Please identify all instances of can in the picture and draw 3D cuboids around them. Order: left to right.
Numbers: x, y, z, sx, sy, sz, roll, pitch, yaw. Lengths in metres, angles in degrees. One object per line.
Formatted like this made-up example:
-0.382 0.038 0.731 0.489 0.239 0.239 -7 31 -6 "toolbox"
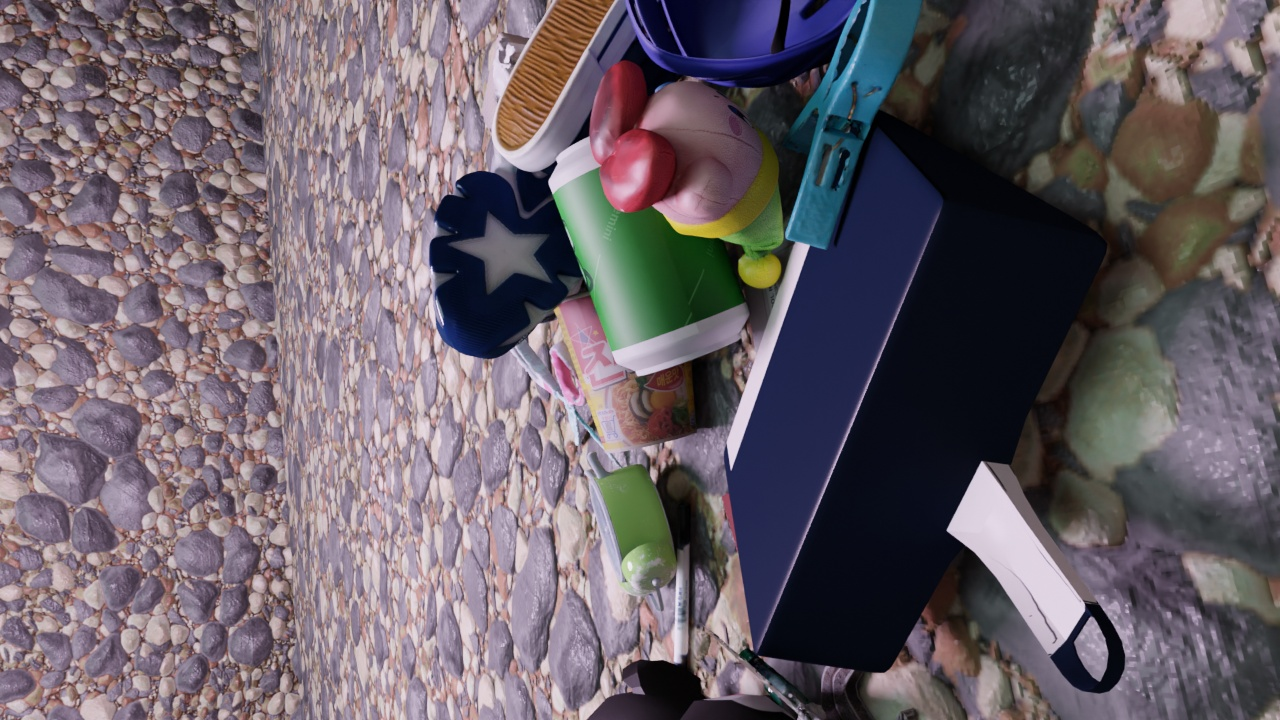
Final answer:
0.005 -0.068 0.557 0.088 0.087 0.140 -15 96 60 "can"

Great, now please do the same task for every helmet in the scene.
0.039 -0.207 0.421 0.148 0.227 0.242 50 141 9 "helmet"

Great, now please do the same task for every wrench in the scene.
0.088 0.267 0.574 0.070 0.010 0.274 65 143 35 "wrench"

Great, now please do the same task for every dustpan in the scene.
0.120 0.034 0.419 0.272 0.080 0.237 -91 14 -61 "dustpan"

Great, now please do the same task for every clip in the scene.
0.096 -0.126 0.430 0.116 0.026 0.097 110 167 -48 "clip"

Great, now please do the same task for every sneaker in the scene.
-0.095 -0.077 0.672 0.268 0.103 0.133 -81 13 -48 "sneaker"
0.019 -0.244 0.606 0.121 0.127 0.295 40 106 47 "sneaker"

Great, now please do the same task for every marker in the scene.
0.031 0.179 0.671 0.011 0.011 0.152 9 99 60 "marker"

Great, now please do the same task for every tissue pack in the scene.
-0.103 -0.229 0.833 0.181 0.071 0.104 61 142 45 "tissue pack"

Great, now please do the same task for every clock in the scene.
-0.005 0.126 0.672 0.094 0.042 0.119 107 145 -73 "clock"

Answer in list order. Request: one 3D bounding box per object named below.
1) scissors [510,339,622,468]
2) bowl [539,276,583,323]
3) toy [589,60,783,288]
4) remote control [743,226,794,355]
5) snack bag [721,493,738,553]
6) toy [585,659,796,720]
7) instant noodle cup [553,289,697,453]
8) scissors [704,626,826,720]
-0.069 0.019 0.758 0.177 0.013 0.171 44 162 26 "scissors"
-0.087 -0.070 0.797 0.137 0.137 0.057 36 162 54 "bowl"
0.033 -0.098 0.495 0.097 0.131 0.124 -63 31 31 "toy"
0.109 -0.048 0.511 0.151 0.019 0.074 -28 67 58 "remote control"
0.096 0.082 0.546 0.158 0.013 0.057 -46 55 52 "snack bag"
0.030 0.249 0.518 0.185 0.140 0.159 -38 64 54 "toy"
-0.004 0.004 0.647 0.101 0.100 0.112 -17 85 60 "instant noodle cup"
0.108 0.194 0.447 0.205 0.015 0.202 39 172 15 "scissors"
